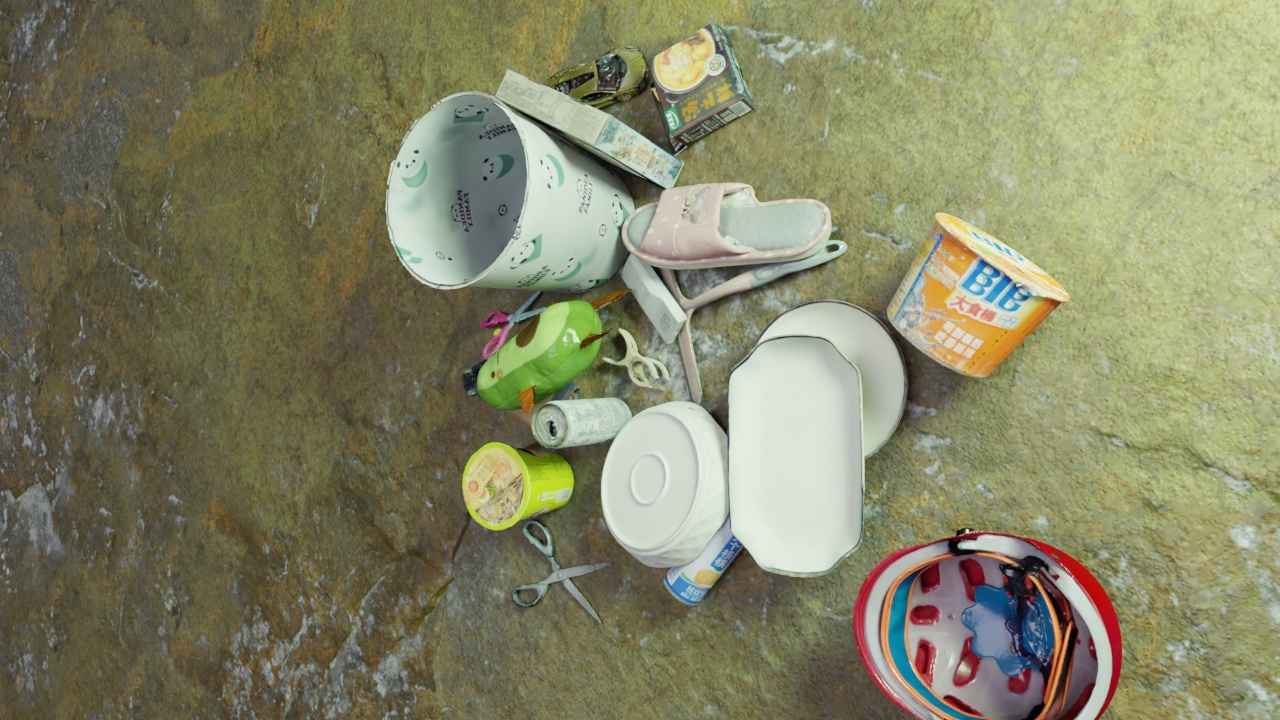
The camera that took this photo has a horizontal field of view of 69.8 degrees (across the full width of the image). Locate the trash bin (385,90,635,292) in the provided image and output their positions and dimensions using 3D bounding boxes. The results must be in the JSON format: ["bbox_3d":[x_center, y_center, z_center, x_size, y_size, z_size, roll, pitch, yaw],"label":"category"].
[{"bbox_3d":[-0.148,-0.190,1.163,0.230,0.251,0.229,-2,86,33],"label":"trash bin"}]

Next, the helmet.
[{"bbox_3d":[0.344,0.265,0.886,0.241,0.143,0.207,0,86,47],"label":"helmet"}]

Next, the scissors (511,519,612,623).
[{"bbox_3d":[-0.113,0.297,1.254,0.178,0.014,0.160,47,111,25],"label":"scissors"}]

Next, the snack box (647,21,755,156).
[{"bbox_3d":[0.068,-0.340,1.156,0.126,0.053,0.113,-24,74,24],"label":"snack box"}]

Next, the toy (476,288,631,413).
[{"bbox_3d":[-0.120,-0.010,1.174,0.247,0.226,0.090,-34,114,26],"label":"toy"}]

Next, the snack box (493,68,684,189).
[{"bbox_3d":[-0.063,-0.288,1.154,0.178,0.182,0.046,32,99,31],"label":"snack box"}]

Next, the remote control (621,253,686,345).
[{"bbox_3d":[0.015,-0.081,1.174,0.125,0.024,0.049,56,143,25],"label":"remote control"}]

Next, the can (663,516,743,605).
[{"bbox_3d":[0.086,0.229,1.104,0.053,0.053,0.135,44,110,27],"label":"can"}]

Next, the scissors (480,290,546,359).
[{"bbox_3d":[-0.186,-0.061,1.310,0.133,0.017,0.118,-48,38,3],"label":"scissors"}]

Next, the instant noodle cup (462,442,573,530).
[{"bbox_3d":[-0.155,0.164,1.224,0.112,0.123,0.111,-2,86,31],"label":"instant noodle cup"}]

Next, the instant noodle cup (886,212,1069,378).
[{"bbox_3d":[0.327,-0.061,0.916,0.151,0.151,0.112,44,118,27],"label":"instant noodle cup"}]

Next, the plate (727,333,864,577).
[{"bbox_3d":[0.175,0.104,1.018,0.162,0.034,0.265,-3,86,33],"label":"plate"}]

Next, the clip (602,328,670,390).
[{"bbox_3d":[-0.004,0.003,1.191,0.100,0.034,0.070,39,108,37],"label":"clip"}]

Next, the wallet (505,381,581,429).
[{"bbox_3d":[-0.142,0.052,1.277,0.115,0.033,0.090,30,100,32],"label":"wallet"}]

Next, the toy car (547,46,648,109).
[{"bbox_3d":[-0.061,-0.377,1.245,0.158,0.042,0.070,-13,80,29],"label":"toy car"}]

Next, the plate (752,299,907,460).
[{"bbox_3d":[0.212,0.028,1.043,0.193,0.039,0.192,-2,86,33],"label":"plate"}]

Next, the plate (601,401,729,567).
[{"bbox_3d":[0.024,0.148,1.123,0.205,0.045,0.204,-17,66,42],"label":"plate"}]

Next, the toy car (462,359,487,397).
[{"bbox_3d":[-0.221,0.021,1.328,0.091,0.034,0.043,-28,75,30],"label":"toy car"}]

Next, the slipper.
[{"bbox_3d":[0.093,-0.165,1.102,0.275,0.054,0.114,6,60,31],"label":"slipper"}]

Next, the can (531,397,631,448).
[{"bbox_3d":[-0.072,0.078,1.159,0.058,0.146,0.058,0,90,31],"label":"can"}]

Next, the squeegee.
[{"bbox_3d":[0.129,-0.094,1.105,0.250,0.040,0.247,-21,75,29],"label":"squeegee"}]
